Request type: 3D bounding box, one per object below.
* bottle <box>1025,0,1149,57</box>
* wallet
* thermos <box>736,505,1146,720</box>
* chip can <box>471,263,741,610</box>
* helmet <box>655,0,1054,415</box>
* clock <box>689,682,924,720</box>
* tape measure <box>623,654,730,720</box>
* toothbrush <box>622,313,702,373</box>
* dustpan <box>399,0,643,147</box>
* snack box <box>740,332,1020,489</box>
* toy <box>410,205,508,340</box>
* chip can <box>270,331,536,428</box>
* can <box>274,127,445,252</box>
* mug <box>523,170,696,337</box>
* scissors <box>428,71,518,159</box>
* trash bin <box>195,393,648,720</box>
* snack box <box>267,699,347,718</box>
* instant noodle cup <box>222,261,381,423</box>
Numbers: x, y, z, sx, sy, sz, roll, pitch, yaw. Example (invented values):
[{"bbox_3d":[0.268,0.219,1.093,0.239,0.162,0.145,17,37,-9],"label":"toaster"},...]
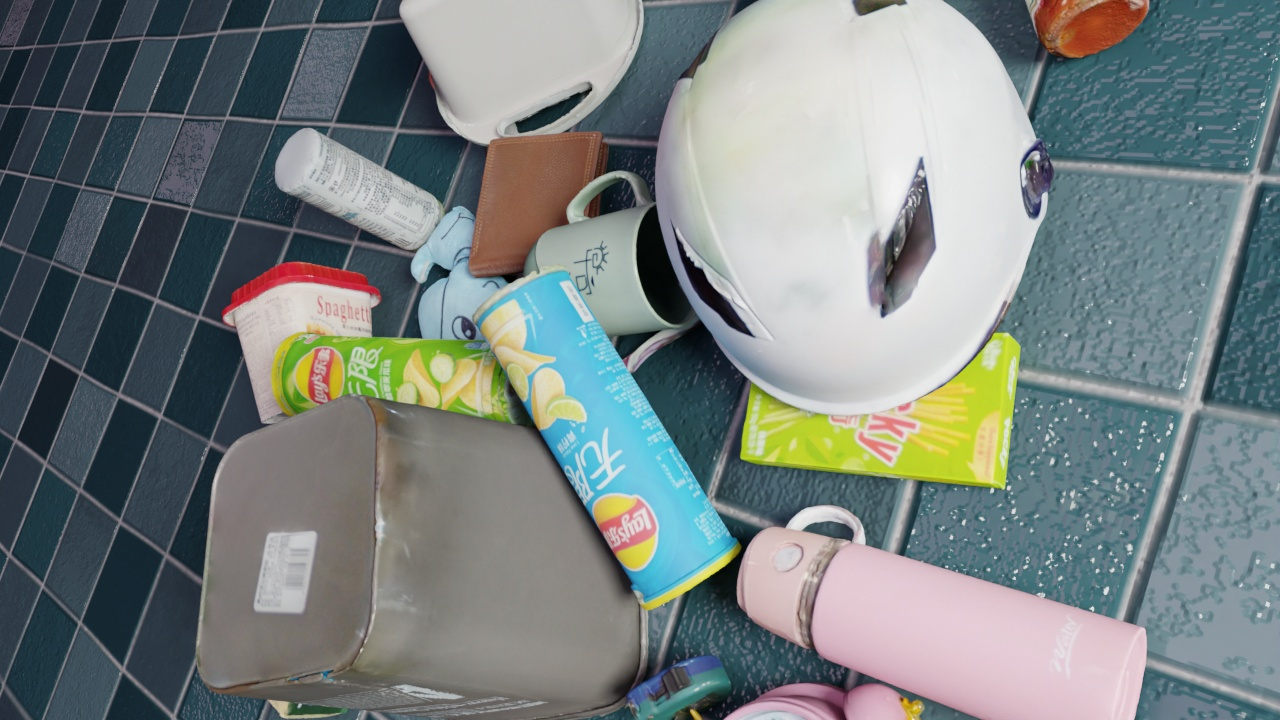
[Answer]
[{"bbox_3d":[0.245,-0.277,0.550,0.060,0.059,0.205,-20,63,30],"label":"bottle"},{"bbox_3d":[-0.082,-0.125,0.734,0.101,0.032,0.124,-1,67,16],"label":"wallet"},{"bbox_3d":[0.150,0.131,0.479,0.199,0.067,0.087,11,50,40],"label":"thermos"},{"bbox_3d":[-0.023,0.046,0.572,0.071,0.071,0.210,-35,83,22],"label":"chip can"},{"bbox_3d":[0.101,-0.112,0.523,0.230,0.146,0.258,-10,61,32],"label":"helmet"},{"bbox_3d":[0.100,0.229,0.479,0.159,0.059,0.117,-16,66,30],"label":"clock"},{"bbox_3d":[0.027,0.199,0.547,0.055,0.058,0.025,-37,55,16],"label":"tape measure"},{"bbox_3d":[-0.004,0.004,0.664,0.188,0.016,0.017,-36,64,22],"label":"toothbrush"},{"bbox_3d":[-0.100,-0.312,0.824,0.223,0.143,0.257,-20,34,17],"label":"dustpan"},{"bbox_3d":[0.137,0.026,0.544,0.157,0.026,0.085,2,76,37],"label":"snack box"},{"bbox_3d":[-0.145,-0.052,0.765,0.162,0.049,0.156,14,85,37],"label":"toy"},{"bbox_3d":[-0.176,0.016,0.705,0.222,0.072,0.072,2,75,22],"label":"chip can"},{"bbox_3d":[-0.245,-0.147,0.812,0.058,0.146,0.058,-13,67,33],"label":"can"},{"bbox_3d":[-0.023,-0.072,0.636,0.107,0.082,0.111,-6,90,38],"label":"mug"},{"bbox_3d":[-0.147,-0.245,0.840,0.214,0.015,0.197,18,83,38],"label":"scissors"},{"bbox_3d":[-0.136,0.133,0.588,0.199,0.219,0.198,-19,64,29],"label":"trash bin"},{"bbox_3d":[-0.254,0.160,0.766,0.114,0.063,0.240,20,87,39],"label":"snack box"},{"bbox_3d":[-0.303,-0.011,0.838,0.117,0.116,0.124,-21,74,30],"label":"instant noodle cup"}]
